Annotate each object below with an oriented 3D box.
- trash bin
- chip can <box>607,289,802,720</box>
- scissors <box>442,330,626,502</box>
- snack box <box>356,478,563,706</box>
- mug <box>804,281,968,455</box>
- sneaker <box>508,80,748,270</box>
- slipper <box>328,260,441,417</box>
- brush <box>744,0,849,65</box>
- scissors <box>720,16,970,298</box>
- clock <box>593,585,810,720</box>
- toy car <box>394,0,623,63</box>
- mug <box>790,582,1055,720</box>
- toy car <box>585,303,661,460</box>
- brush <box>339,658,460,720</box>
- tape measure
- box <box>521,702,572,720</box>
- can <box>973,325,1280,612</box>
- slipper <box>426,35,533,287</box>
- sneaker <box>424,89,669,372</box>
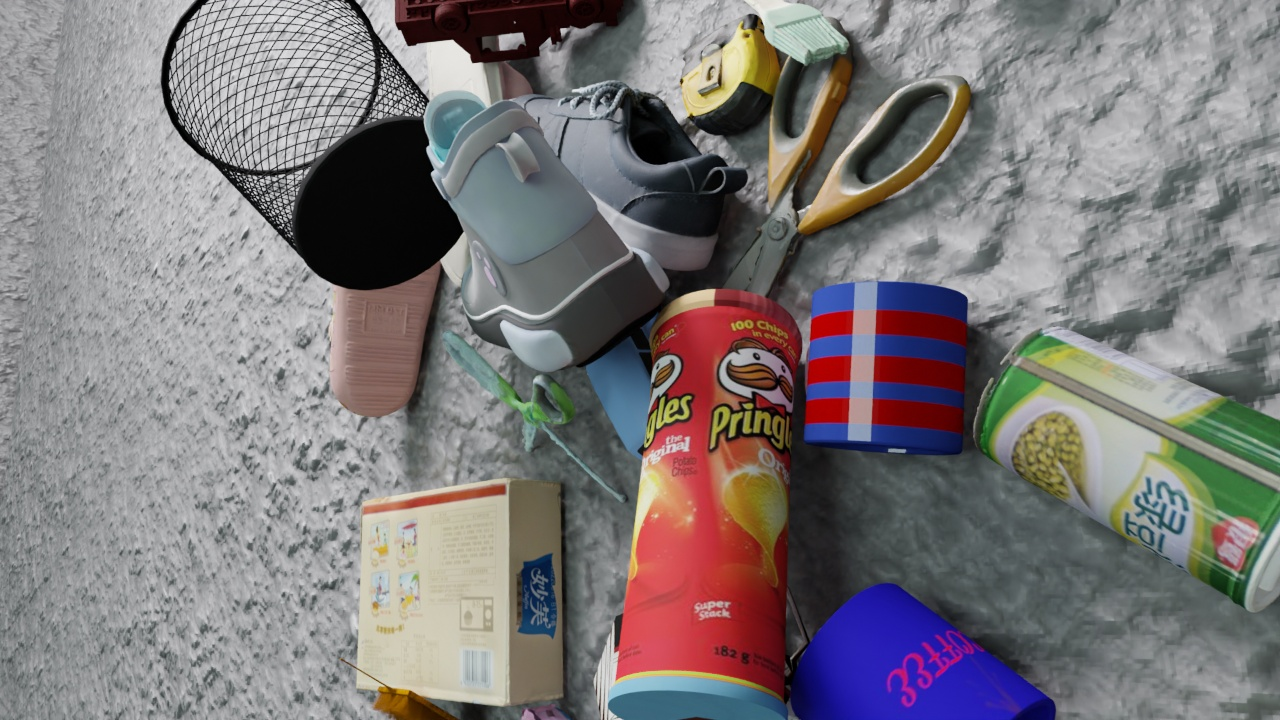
[{"bbox_3d":[-0.243,-0.173,0.719,0.210,0.183,0.184,46,115,31],"label":"trash bin"},{"bbox_3d":[0.037,0.072,0.469,0.087,0.087,0.212,-26,43,40],"label":"chip can"},{"bbox_3d":[-0.073,0.037,0.628,0.173,0.021,0.172,39,156,4],"label":"scissors"},{"bbox_3d":[-0.144,0.177,0.705,0.208,0.055,0.153,-15,72,43],"label":"snack box"},{"bbox_3d":[0.115,0.008,0.471,0.112,0.075,0.076,164,112,-71],"label":"mug"},{"bbox_3d":[-0.022,-0.145,0.618,0.235,0.089,0.087,41,124,36],"label":"sneaker"},{"bbox_3d":[-0.243,-0.048,0.834,0.082,0.093,0.197,3,85,57],"label":"slipper"},{"bbox_3d":[0.065,-0.239,0.582,0.012,0.033,0.217,81,166,-45],"label":"brush"},{"bbox_3d":[0.089,-0.101,0.551,0.226,0.016,0.175,-47,52,29],"label":"scissors"},{"bbox_3d":[0.032,0.178,0.516,0.155,0.065,0.114,-55,49,24],"label":"clock"},{"bbox_3d":[-0.099,-0.275,0.709,0.170,0.062,0.070,-6,70,1],"label":"toy car"},{"bbox_3d":[0.125,0.172,0.422,0.083,0.079,0.111,35,135,44],"label":"mug"},{"bbox_3d":[-0.004,0.003,0.596,0.056,0.054,0.153,-48,51,28],"label":"toy car"},{"bbox_3d":[-0.170,0.256,0.672,0.048,0.126,0.017,-14,41,43],"label":"brush"},{"bbox_3d":[0.055,-0.180,0.586,0.066,0.037,0.064,-13,72,44],"label":"tape measure"},{"bbox_3d":[-0.027,0.335,0.551,0.231,0.062,0.160,26,81,45],"label":"box"},{"bbox_3d":[0.204,0.039,0.366,0.121,0.067,0.067,35,107,44],"label":"can"},{"bbox_3d":[-0.132,-0.187,0.768,0.114,0.054,0.274,-20,71,42],"label":"slipper"},{"bbox_3d":[-0.088,-0.088,0.572,0.093,0.160,0.257,-37,22,-14],"label":"sneaker"}]
